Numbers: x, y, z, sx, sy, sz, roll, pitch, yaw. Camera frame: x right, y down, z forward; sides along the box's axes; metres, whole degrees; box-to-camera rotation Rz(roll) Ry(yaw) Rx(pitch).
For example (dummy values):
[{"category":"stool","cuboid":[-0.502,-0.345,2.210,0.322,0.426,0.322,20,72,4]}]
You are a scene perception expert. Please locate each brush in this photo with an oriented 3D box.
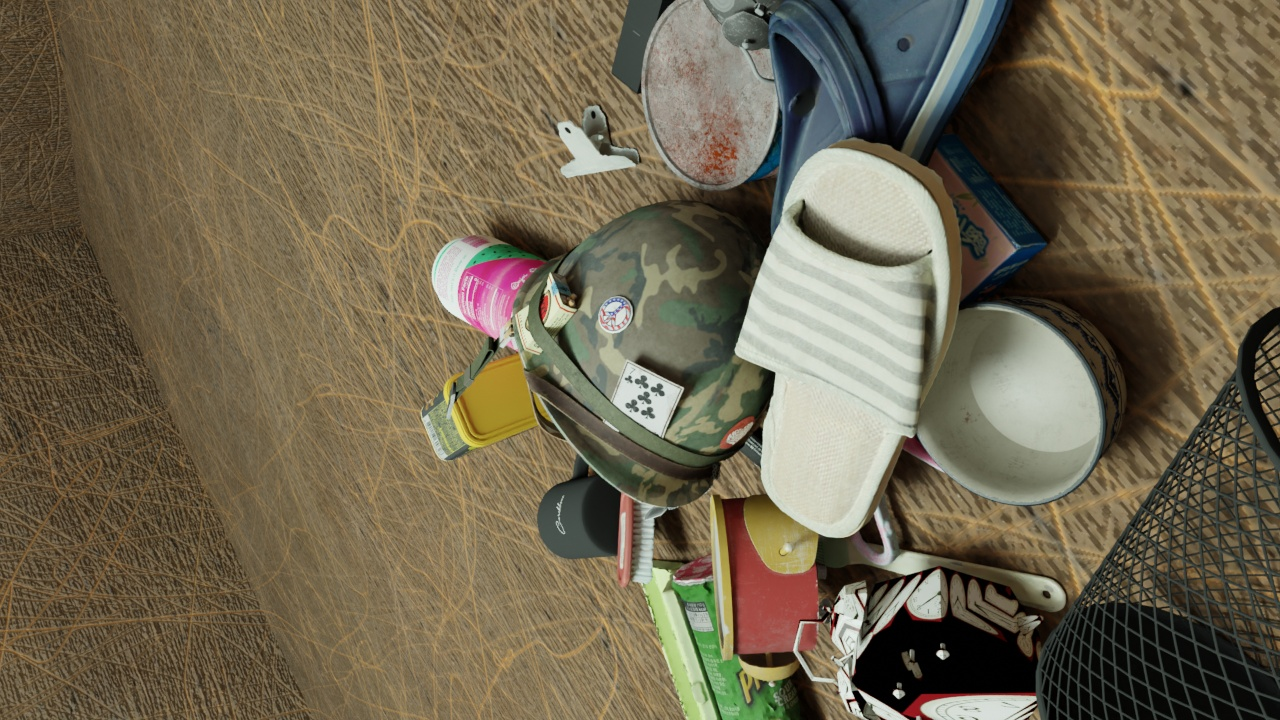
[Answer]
[{"category":"brush","cuboid":[0.190,0.143,0.645,0.218,0.012,0.033,3,109,50]},{"category":"brush","cuboid":[-0.003,0.119,0.839,0.041,0.030,0.172,142,130,-76]}]

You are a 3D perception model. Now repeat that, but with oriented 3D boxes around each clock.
[{"category":"clock","cuboid":[0.078,-0.229,0.543,0.044,0.091,0.122,-24,81,54]},{"category":"clock","cuboid":[0.097,0.168,0.675,0.117,0.081,0.159,-92,-2,-57]},{"category":"clock","cuboid":[0.174,0.195,0.585,0.155,0.064,0.115,-3,121,19]}]

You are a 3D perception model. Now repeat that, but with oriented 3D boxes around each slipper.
[{"category":"slipper","cuboid":[0.112,0.007,0.531,0.114,0.053,0.273,24,135,27]},{"category":"slipper","cuboid":[0.117,-0.159,0.498,0.105,0.095,0.253,-122,38,-53]}]

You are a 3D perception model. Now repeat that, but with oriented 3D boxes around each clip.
[{"category":"clip","cuboid":[-0.041,-0.187,0.780,0.102,0.040,0.054,5,129,50]}]

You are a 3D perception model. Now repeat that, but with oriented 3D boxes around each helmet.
[{"category":"helmet","cuboid":[-0.003,0.003,0.660,0.237,0.192,0.223,-29,43,45]}]

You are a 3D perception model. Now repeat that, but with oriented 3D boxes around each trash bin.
[{"category":"trash bin","cuboid":[0.283,0.114,0.383,0.184,0.183,0.211,45,143,30]}]

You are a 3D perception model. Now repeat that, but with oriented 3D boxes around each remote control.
[{"category":"remote control","cuboid":[0.010,-0.273,0.676,0.034,0.013,0.150,46,137,29]}]

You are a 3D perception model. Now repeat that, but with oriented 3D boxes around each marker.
[{"category":"marker","cuboid":[0.104,0.081,0.716,0.145,0.021,0.023,40,157,34]}]

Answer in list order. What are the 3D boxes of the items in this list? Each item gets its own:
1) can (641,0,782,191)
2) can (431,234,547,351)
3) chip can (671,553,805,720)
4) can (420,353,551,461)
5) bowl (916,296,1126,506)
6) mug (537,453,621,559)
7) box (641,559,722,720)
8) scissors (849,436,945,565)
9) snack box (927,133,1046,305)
[{"category":"can","cuboid":[0.059,-0.185,0.628,0.130,0.044,0.130,26,126,43]},{"category":"can","cuboid":[-0.128,-0.065,0.887,0.166,0.088,0.088,27,126,43]},{"category":"chip can","cuboid":[0.096,0.275,0.776,0.076,0.075,0.223,-15,95,54]},{"category":"can","cuboid":[-0.144,0.045,0.927,0.101,0.130,0.072,-30,82,56]},{"category":"bowl","cuboid":[0.214,0.017,0.513,0.115,0.059,0.116,26,126,43]},{"category":"mug","cuboid":[-0.046,0.135,0.897,0.088,0.078,0.113,-21,64,54]},{"category":"box","cuboid":[0.051,0.282,0.850,0.140,0.048,0.188,168,83,-82]},{"category":"scissors","cuboid":[0.160,0.067,0.638,0.171,0.014,0.168,28,121,40]},{"category":"snack box","cuboid":[0.161,-0.054,0.563,0.088,0.033,0.155,60,143,21]}]
